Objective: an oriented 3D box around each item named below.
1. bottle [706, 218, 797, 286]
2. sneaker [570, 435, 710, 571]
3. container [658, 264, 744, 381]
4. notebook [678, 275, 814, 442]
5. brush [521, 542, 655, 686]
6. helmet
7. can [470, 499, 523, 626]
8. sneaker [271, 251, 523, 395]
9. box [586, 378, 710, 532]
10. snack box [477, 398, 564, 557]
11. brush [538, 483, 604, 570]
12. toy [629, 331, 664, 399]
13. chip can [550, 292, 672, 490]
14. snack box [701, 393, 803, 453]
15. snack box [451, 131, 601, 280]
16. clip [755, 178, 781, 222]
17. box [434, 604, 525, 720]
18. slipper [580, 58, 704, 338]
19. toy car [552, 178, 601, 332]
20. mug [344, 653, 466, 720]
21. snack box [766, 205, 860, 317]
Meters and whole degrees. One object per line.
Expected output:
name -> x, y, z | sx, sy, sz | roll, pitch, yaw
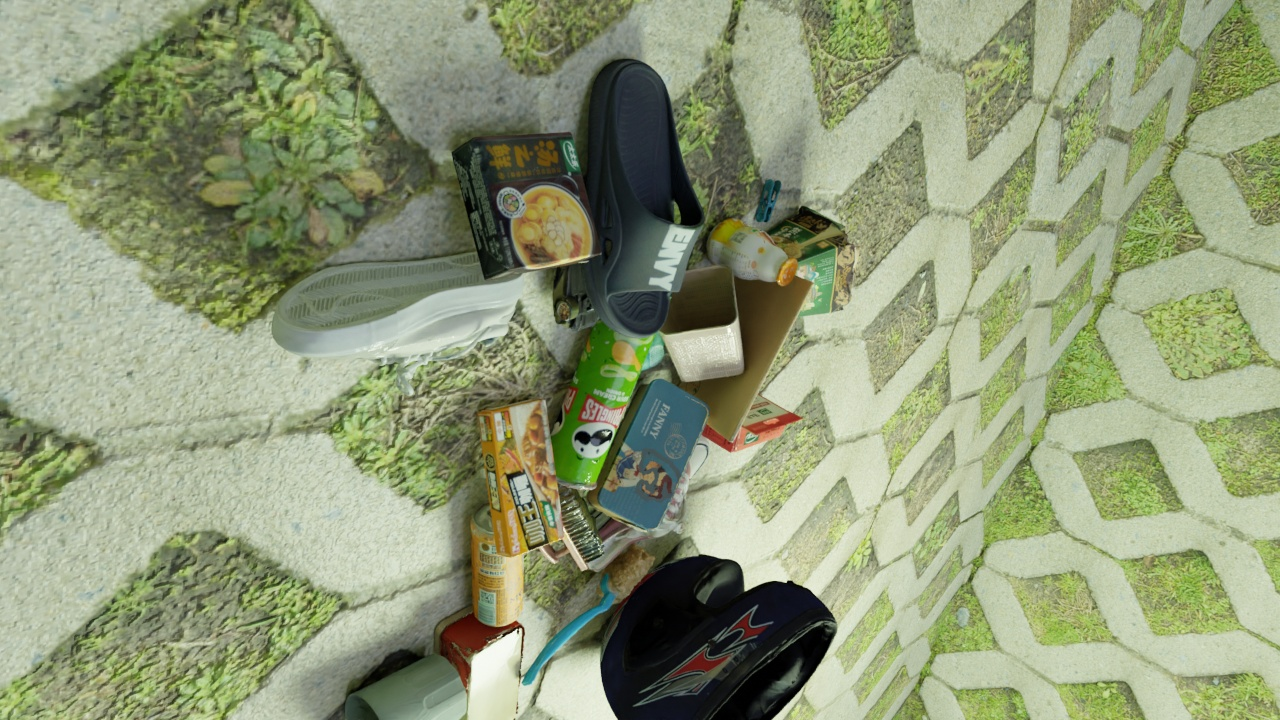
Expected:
bottle -> 0.131, -0.123, 1.078 | 0.063, 0.108, 0.063 | -32, 138, -34
sneaker -> 0.018, 0.190, 1.189 | 0.240, 0.088, 0.118 | -41, 142, -22
container -> 0.073, -0.038, 1.068 | 0.111, 0.090, 0.090 | 69, 15, -53
notebook -> 0.121, -0.019, 1.118 | 0.008, 0.148, 0.208 | 23, 97, -31
brush -> -0.065, 0.319, 1.168 | 0.253, 0.046, 0.083 | -39, -178, -42
helmet -> 0.088, 0.392, 1.284 | 0.315, 0.240, 0.247 | -44, 143, -3
can -> -0.159, 0.226, 1.020 | 0.058, 0.058, 0.146 | -25, 133, -39
sneaker -> -0.198, -0.028, 0.765 | 0.241, 0.089, 0.091 | -21, 135, -51
box -> 0.012, 0.107, 1.092 | 0.089, 0.059, 0.184 | 27, 77, -16
snack box -> -0.124, 0.121, 0.958 | 0.075, 0.026, 0.154 | -13, 98, -46
brush -> -0.095, 0.189, 1.075 | 0.073, 0.063, 0.146 | -22, 138, 0
toy -> -0.006, 0.006, 1.075 | 0.091, 0.030, 0.097 | -37, 147, -22
chip can -> -0.040, 0.022, 1.006 | 0.072, 0.072, 0.236 | 7, 109, -53
snack box -> 0.129, 0.076, 1.207 | 0.113, 0.127, 0.044 | -11, 123, -47
snack box -> -0.091, -0.137, 0.800 | 0.125, 0.053, 0.113 | -17, 94, -39
clip -> 0.158, -0.198, 1.140 | 0.043, 0.014, 0.056 | -5, 117, -50
box -> -0.187, 0.375, 1.077 | 0.091, 0.080, 0.169 | -22, 131, -42
slipper -> 0.005, -0.148, 0.872 | 0.110, 0.083, 0.268 | -13, 108, -41
toy car -> -0.056, -0.104, 0.915 | 0.070, 0.042, 0.158 | -21, 124, -42
mug -> -0.262, 0.389, 1.007 | 0.103, 0.083, 0.124 | -19, 156, -45
snack box -> 0.199, -0.118, 1.180 | 0.105, 0.117, 0.118 | -20, 128, -27
